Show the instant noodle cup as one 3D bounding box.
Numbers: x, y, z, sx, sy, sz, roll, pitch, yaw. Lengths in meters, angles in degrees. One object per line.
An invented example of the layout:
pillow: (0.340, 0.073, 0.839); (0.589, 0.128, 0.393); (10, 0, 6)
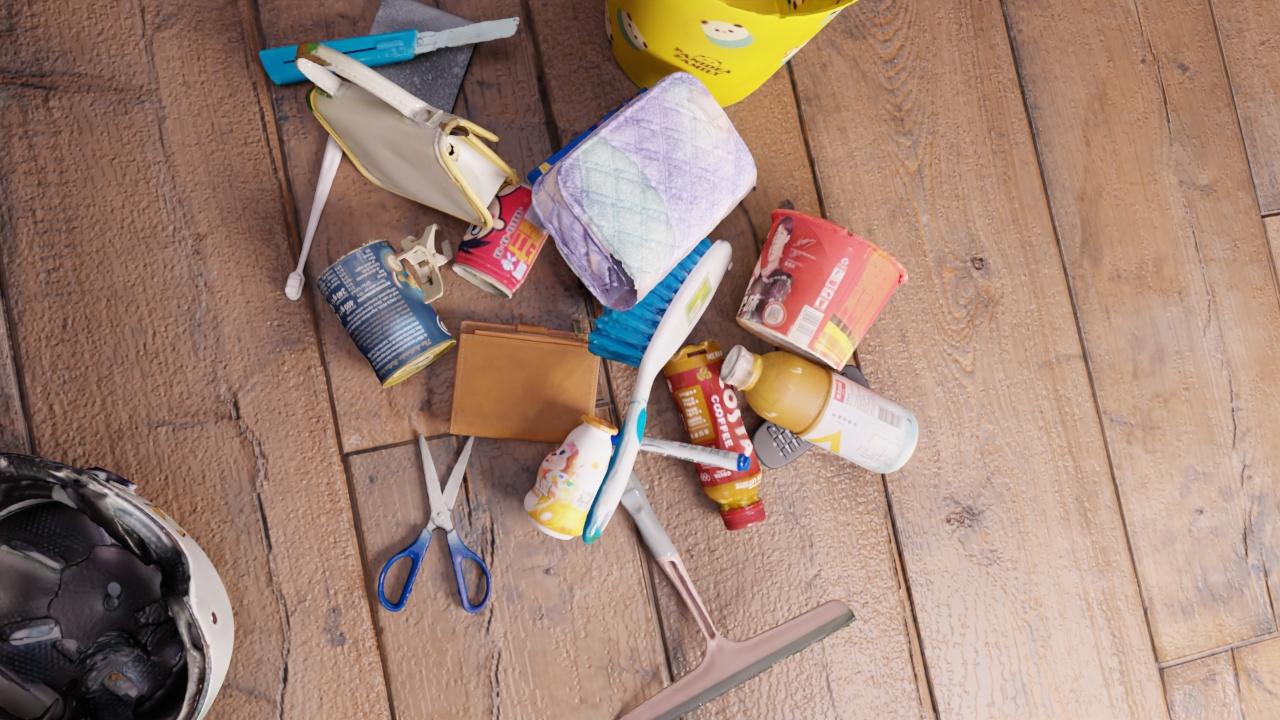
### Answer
instant noodle cup: (0.158, -0.061, 0.849); (0.138, 0.138, 0.108); (28, 89, -6)

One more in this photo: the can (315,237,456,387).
can: (-0.224, -0.042, 0.807); (0.075, 0.075, 0.111); (-34, 91, -11)

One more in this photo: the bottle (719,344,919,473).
bottle: (0.163, 0.041, 0.841); (0.189, 0.068, 0.068); (25, 81, -13)

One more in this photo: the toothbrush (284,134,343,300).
toothbrush: (-0.294, -0.142, 0.834); (0.016, 0.016, 0.180); (15, 83, -10)

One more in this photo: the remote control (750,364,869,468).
remote control: (0.163, 0.054, 0.890); (0.136, 0.024, 0.053); (-35, 94, -13)

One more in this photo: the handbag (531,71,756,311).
handbag: (0.007, -0.150, 0.796); (0.193, 0.076, 0.134); (-45, 104, -29)

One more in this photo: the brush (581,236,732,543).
brush: (-0.005, 0.005, 0.803); (0.109, 0.060, 0.313); (23, 67, 24)

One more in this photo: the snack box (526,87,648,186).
snack box: (-0.023, -0.177, 0.844); (0.156, 0.026, 0.084); (-45, 107, -31)

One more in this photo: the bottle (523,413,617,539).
bottle: (-0.059, 0.102, 0.821); (0.063, 0.063, 0.108); (26, 94, -7)

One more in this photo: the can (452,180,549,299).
can: (-0.123, -0.111, 0.834); (0.066, 0.066, 0.093); (27, 81, -6)

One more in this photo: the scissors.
scissors: (-0.186, 0.155, 0.829); (0.164, 0.012, 0.162); (-36, 90, -11)

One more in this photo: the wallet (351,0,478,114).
wallet: (-0.213, -0.276, 0.860); (0.097, 0.019, 0.120); (19, 84, -5)

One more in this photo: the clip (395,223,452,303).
clip: (-0.191, -0.090, 0.804); (0.035, 0.100, 0.071); (-24, 118, 6)

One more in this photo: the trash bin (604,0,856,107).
trash bin: (0.076, -0.348, 0.792); (0.229, 0.255, 0.229); (1, 84, -10)

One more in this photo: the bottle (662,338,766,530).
bottle: (0.072, 0.070, 0.856); (0.057, 0.057, 0.175); (-18, 88, -11)

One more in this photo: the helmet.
helmet: (-0.436, 0.199, 0.711); (0.274, 0.157, 0.230); (33, 82, 6)

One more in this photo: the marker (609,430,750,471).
marker: (0.028, 0.080, 0.834); (0.146, 0.017, 0.017); (9, 82, 21)

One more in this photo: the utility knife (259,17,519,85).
utility knife: (-0.227, -0.287, 0.839); (0.238, 0.018, 0.034); (-10, 84, -1)

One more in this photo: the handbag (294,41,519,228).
handbag: (-0.198, -0.196, 0.756); (0.163, 0.179, 0.063); (23, 75, 26)

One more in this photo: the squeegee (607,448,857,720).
squeegee: (0.027, 0.187, 0.849); (0.248, 0.040, 0.249); (-31, 85, 6)

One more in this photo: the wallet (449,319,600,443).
wallet: (-0.104, 0.014, 0.843); (0.130, 0.035, 0.119); (7, 84, -10)
